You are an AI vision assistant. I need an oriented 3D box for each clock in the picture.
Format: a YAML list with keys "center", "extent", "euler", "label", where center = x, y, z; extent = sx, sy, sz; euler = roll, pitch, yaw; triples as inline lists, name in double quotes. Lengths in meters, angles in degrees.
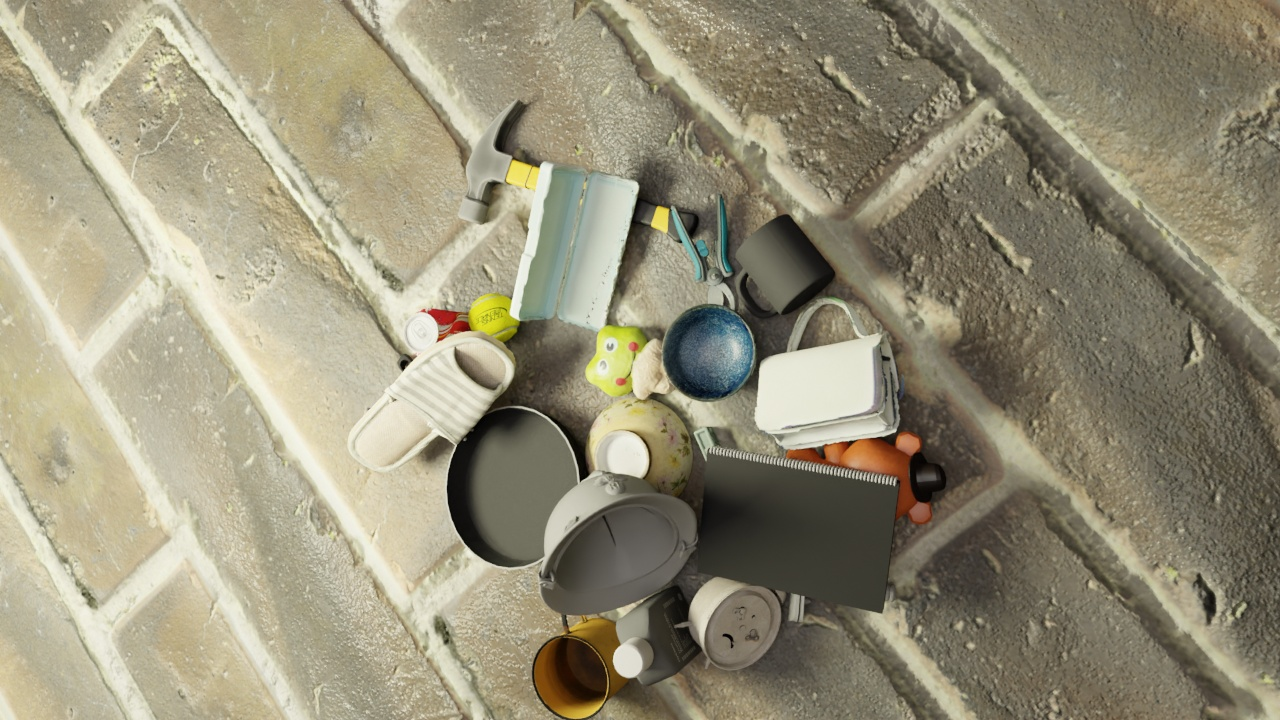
- center: [0.119, 0.283, 1.064]
  extent: [0.156, 0.061, 0.103]
  euler: [-40, 118, -13]
  label: "clock"

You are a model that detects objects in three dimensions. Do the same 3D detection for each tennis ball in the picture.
- center: [-0.189, -0.054, 1.187]
  extent: [0.065, 0.065, 0.065]
  euler: [0, 89, 20]
  label: "tennis ball"

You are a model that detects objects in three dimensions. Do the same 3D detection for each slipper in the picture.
- center: [-0.270, 0.062, 1.159]
  extent: [0.273, 0.054, 0.114]
  euler: [-35, 114, 23]
  label: "slipper"

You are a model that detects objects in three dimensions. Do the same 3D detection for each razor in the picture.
- center: [0.230, 0.258, 1.045]
  extent: [0.116, 0.047, 0.088]
  euler: [4, 91, 12]
  label: "razor"

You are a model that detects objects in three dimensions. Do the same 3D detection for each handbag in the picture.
- center: [0.214, 0.008, 1.035]
  extent: [0.152, 0.074, 0.175]
  euler: [-13, 57, 31]
  label: "handbag"

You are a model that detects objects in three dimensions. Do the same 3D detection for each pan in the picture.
- center: [-0.206, 0.112, 1.200]
  extent: [0.355, 0.044, 0.204]
  euler: [45, 104, 24]
  label: "pan"

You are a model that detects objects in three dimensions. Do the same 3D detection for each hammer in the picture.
- center: [-0.077, -0.219, 1.170]
  extent: [0.325, 0.034, 0.170]
  euler: [21, 95, 18]
  label: "hammer"

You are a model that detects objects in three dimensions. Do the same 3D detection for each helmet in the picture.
- center: [-0.040, 0.183, 1.048]
  extent: [0.183, 0.272, 0.117]
  euler: [-10, 52, -16]
  label: "helmet"

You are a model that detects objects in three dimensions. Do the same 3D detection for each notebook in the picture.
- center: [0.167, 0.180, 0.995]
  extent: [0.207, 0.016, 0.149]
  euler: [8, 102, 21]
  label: "notebook"

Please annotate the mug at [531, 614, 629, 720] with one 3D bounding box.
- center: [-0.069, 0.361, 1.121]
  extent: [0.101, 0.094, 0.123]
  euler: [-15, 85, 20]
  label: "mug"

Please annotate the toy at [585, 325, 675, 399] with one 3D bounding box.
- center: [-0.007, 0.007, 1.132]
  extent: [0.118, 0.043, 0.092]
  euler: [20, 95, 17]
  label: "toy"

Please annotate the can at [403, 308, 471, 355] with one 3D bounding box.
- center: [-0.256, -0.034, 1.190]
  extent: [0.064, 0.104, 0.064]
  euler: [0, 89, 20]
  label: "can"

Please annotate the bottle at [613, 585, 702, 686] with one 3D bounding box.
- center: [0.016, 0.320, 1.048]
  extent: [0.046, 0.173, 0.083]
  euler: [-29, 79, 17]
  label: "bottle"

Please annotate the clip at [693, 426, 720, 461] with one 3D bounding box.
- center: [0.089, 0.116, 1.104]
  extent: [0.023, 0.042, 0.076]
  euler: [-26, 79, 19]
  label: "clip"

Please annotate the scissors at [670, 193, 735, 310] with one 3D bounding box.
- center: [0.083, -0.133, 1.105]
  extent: [0.156, 0.019, 0.124]
  euler: [36, 96, -2]
  label: "scissors"

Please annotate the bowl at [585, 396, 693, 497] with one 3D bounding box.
- center: [-0.013, 0.118, 1.121]
  extent: [0.145, 0.063, 0.145]
  euler: [-1, 88, 21]
  label: "bowl"

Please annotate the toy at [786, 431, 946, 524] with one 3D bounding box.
- center: [0.244, 0.136, 1.012]
  extent: [0.176, 0.096, 0.112]
  euler: [-8, 85, 39]
  label: "toy"

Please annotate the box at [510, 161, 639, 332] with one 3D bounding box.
- center: [-0.083, -0.137, 1.126]
  extent: [0.126, 0.074, 0.198]
  euler: [13, 107, -4]
  label: "box"

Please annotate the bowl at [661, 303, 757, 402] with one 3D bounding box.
- center: [0.087, -0.007, 1.089]
  extent: [0.114, 0.060, 0.114]
  euler: [-1, 86, 20]
  label: "bowl"

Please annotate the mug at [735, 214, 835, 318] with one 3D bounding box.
- center: [0.157, -0.099, 1.063]
  extent: [0.088, 0.078, 0.114]
  euler: [54, 132, 13]
  label: "mug"
